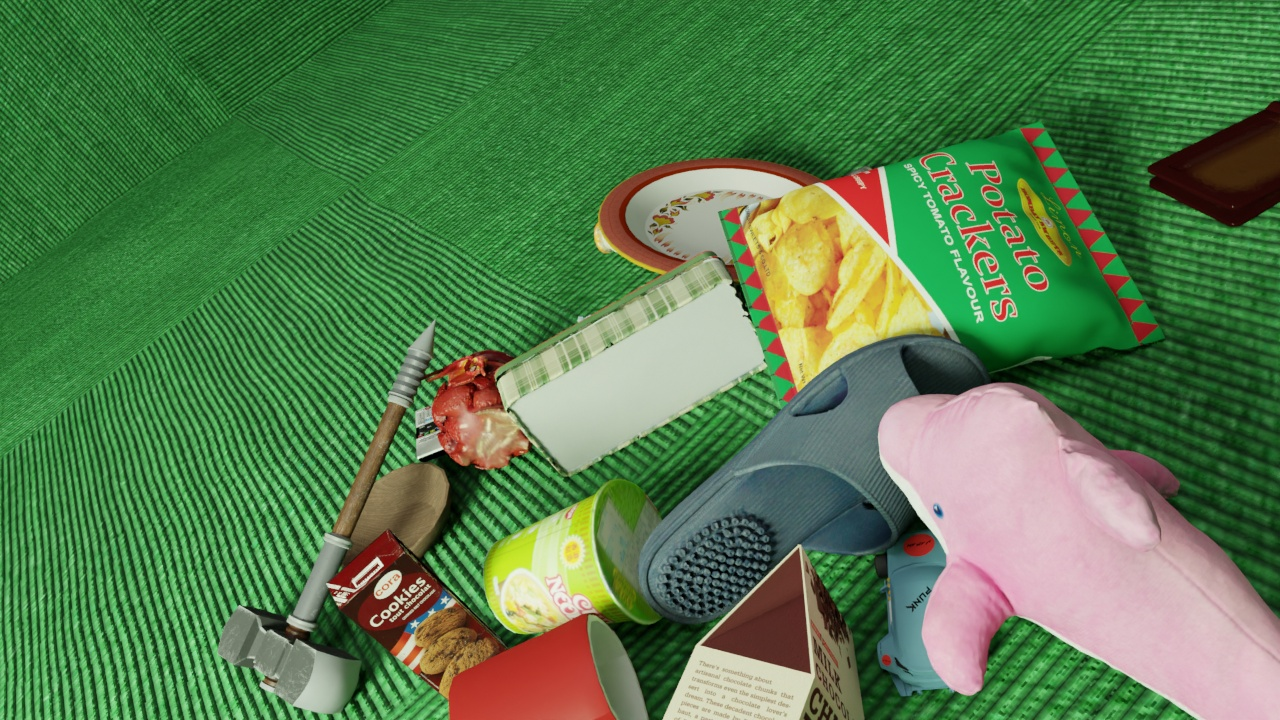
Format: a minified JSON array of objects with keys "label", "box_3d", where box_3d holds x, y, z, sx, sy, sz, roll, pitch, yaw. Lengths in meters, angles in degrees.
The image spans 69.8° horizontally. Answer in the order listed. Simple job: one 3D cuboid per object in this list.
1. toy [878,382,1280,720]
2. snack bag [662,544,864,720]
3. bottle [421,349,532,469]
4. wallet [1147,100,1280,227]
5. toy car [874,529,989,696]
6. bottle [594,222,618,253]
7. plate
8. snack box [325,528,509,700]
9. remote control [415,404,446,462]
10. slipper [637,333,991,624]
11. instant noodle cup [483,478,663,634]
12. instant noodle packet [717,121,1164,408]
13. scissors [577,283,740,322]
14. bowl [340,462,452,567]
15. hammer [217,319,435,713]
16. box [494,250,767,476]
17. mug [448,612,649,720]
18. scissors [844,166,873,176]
[{"label":"toy","box_3d":[0.222,0.089,0.437,0.186,0.128,0.265,-35,57,-20]},{"label":"snack bag","box_3d":[0.062,0.207,0.473,0.070,0.094,0.205,2,48,38]},{"label":"bottle","box_3d":[-0.139,0.040,0.810,0.099,0.099,0.111,-26,28,9]},{"label":"wallet","box_3d":[0.449,-0.147,0.666,0.115,0.018,0.091,-29,36,1]},{"label":"toy car","box_3d":[0.165,0.138,0.534,0.060,0.027,0.107,-14,40,23]},{"label":"bottle","box_3d":[0.006,-0.132,0.935,0.109,0.063,0.063,-4,45,34]},{"label":"plate","box_3d":[0.076,-0.127,0.838,0.230,0.021,0.229,-1,38,1]},{"label":"snack box","box_3d":[-0.143,0.178,0.618,0.051,0.141,0.032,-42,37,-13]},{"label":"remote control","box_3d":[-0.198,0.068,0.871,0.028,0.012,0.124,-22,20,-7]},{"label":"slipper","box_3d":[0.114,0.081,0.568,0.263,0.101,0.082,-37,19,1]},{"label":"instant noodle cup","box_3d":[-0.046,0.144,0.636,0.108,0.099,0.098,-23,37,26]},{"label":"instant noodle packet","box_3d":[0.202,-0.065,0.654,0.253,0.090,0.195,-15,61,3]},{"label":"scissors","box_3d":[0.023,-0.057,0.826,0.172,0.021,0.171,-12,7,-21]},{"label":"bowl","box_3d":[-0.210,0.144,0.802,0.118,0.030,0.117,-20,38,16]},{"label":"hammer","box_3d":[-0.234,0.113,0.761,0.156,0.043,0.321,7,71,41]},{"label":"box","box_3d":[-0.004,0.004,0.739,0.205,0.118,0.050,-31,43,4]},{"label":"mug","box_3d":[-0.051,0.226,0.551,0.096,0.080,0.116,-27,43,7]},{"label":"scissors","box_3d":[0.191,-0.127,0.837,0.169,0.012,0.132,-40,35,-7]}]
